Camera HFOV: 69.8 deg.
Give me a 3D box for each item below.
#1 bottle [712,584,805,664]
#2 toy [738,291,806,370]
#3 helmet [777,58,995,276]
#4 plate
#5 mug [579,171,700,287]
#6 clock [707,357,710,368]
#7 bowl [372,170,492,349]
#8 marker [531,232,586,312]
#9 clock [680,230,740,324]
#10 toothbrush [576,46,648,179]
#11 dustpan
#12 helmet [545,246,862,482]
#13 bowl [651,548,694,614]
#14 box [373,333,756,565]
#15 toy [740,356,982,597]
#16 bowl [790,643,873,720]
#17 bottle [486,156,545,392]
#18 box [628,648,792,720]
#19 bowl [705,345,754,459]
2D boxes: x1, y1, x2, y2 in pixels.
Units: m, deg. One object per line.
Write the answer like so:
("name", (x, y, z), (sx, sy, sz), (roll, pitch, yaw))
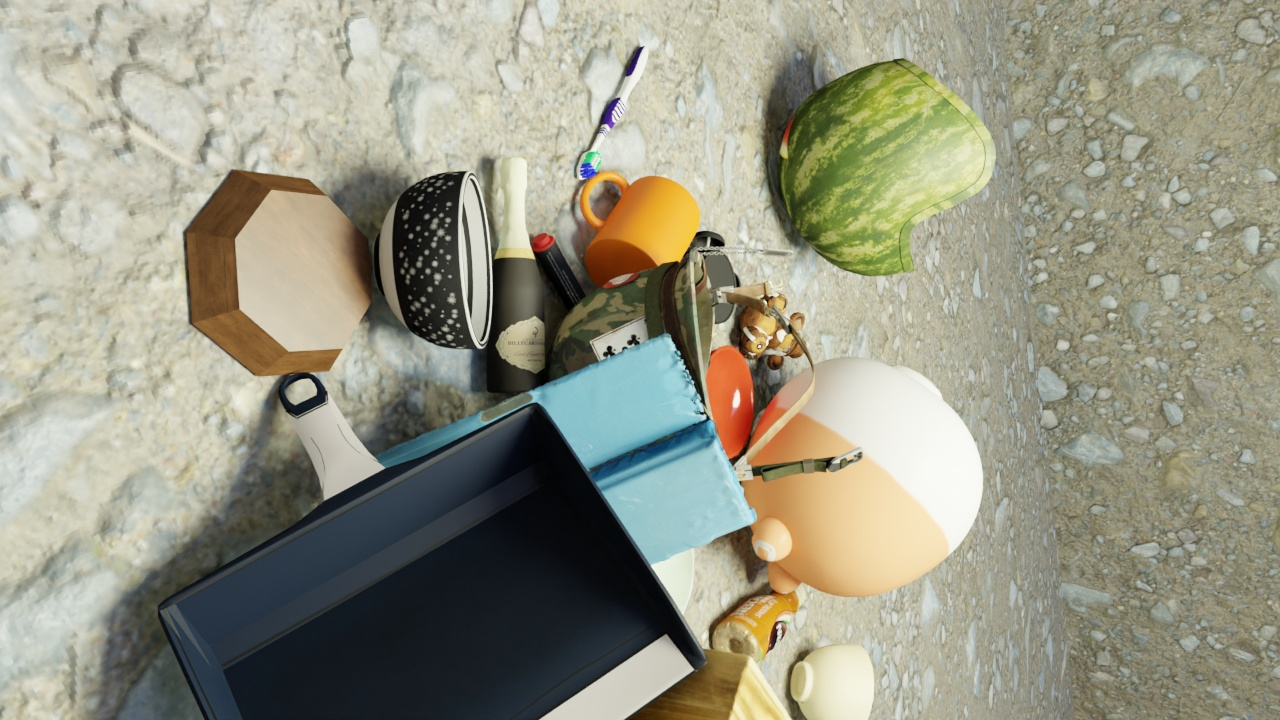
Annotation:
("bottle", (0.144, 0.298, 1.059), (0.166, 0.059, 0.059), (-17, 103, -56))
("toy", (0.160, -0.033, 1.093), (0.112, 0.067, 0.087), (29, 90, -39))
("helmet", (0.291, -0.238, 1.143), (0.243, 0.248, 0.212), (38, 24, -3))
("plate", (-0.213, -0.053, 0.565), (0.131, 0.025, 0.131), (4, 86, -56))
("mug", (-0.009, -0.122, 0.840), (0.112, 0.078, 0.095), (42, 51, -17))
("clock", (0.032, -0.014, 0.894), (0.090, 0.052, 0.129), (-44, 131, -51))
("bowl", (-0.143, -0.066, 0.623), (0.120, 0.066, 0.120), (120, -33, -90))
("marker", (-0.056, -0.050, 0.807), (0.023, 0.021, 0.145), (-98, 163, -54))
("clock", (0.069, -0.085, 0.976), (0.120, 0.043, 0.091), (-57, 133, -41))
("toothbrush", (-0.023, -0.238, 0.868), (0.015, 0.016, 0.186), (53, 48, -41))
("dustpan", (-0.137, 0.113, 0.518), (0.235, 0.273, 0.080), (-29, 141, -21))
("helmet", (0.042, 0.012, 0.744), (0.225, 0.236, 0.192), (104, -12, -52))
("bowl", (-0.005, 0.190, 0.837), (0.117, 0.061, 0.117), (4, 85, -56))
("box", (-0.054, 0.092, 0.643), (0.033, 0.231, 0.174), (-105, 170, -60))
("toy", (0.235, 0.136, 1.040), (0.280, 0.266, 0.263), (-46, 148, -12))
("bowl", (0.234, 0.415, 1.168), (0.074, 0.118, 0.117), (15, 71, -12))
("bottle", (-0.098, -0.067, 0.720), (0.045, 0.045, 0.184), (1, 88, -56))
("box", (-0.050, 0.305, 0.570), (0.220, 0.280, 0.259), (-59, 134, -38))
("bowl", (0.081, 0.045, 0.995), (0.121, 0.035, 0.122), (4, 86, -56))
